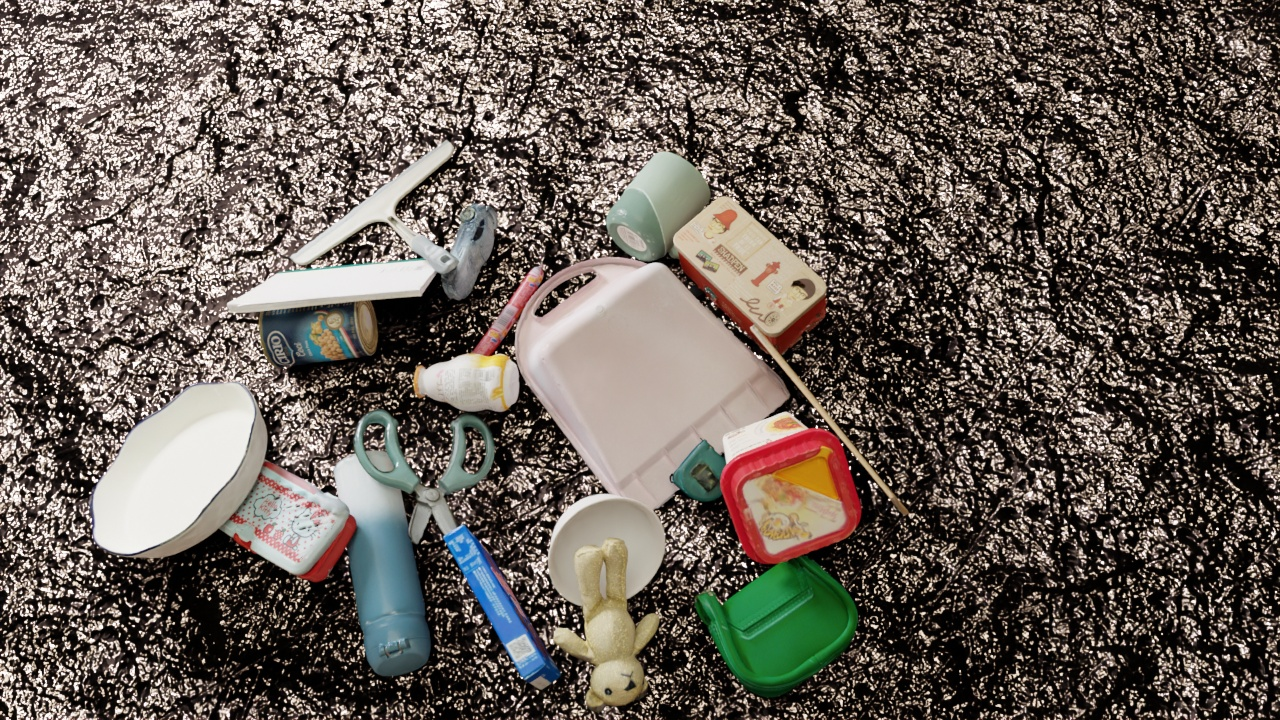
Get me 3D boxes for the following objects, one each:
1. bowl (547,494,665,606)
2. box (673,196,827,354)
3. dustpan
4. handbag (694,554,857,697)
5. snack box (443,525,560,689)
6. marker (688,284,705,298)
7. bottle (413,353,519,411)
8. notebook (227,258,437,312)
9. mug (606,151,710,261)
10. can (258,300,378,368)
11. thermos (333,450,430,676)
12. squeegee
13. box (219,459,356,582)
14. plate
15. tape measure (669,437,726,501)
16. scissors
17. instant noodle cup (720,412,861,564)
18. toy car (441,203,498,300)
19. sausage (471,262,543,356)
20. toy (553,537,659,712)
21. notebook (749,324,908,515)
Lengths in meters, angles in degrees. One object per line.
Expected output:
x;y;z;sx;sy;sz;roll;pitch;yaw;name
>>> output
-0.041;0.175;0.902;0.118;0.118;0.065;-29;26;-9;bowl
0.123;-0.091;1.013;0.091;0.079;0.168;-40;67;-7;box
-0.006;0.006;1.021;0.222;0.139;0.273;-35;94;-13;dustpan
0.129;0.241;0.859;0.131;0.068;0.120;-33;65;-11;handbag
-0.132;0.236;0.877;0.026;0.085;0.157;-32;66;-10;snack box
0.106;-0.107;1.060;0.124;0.015;0.018;-33;67;-9;marker
-0.189;0.024;0.997;0.108;0.063;0.063;1;64;5;bottle
-0.336;-0.089;1.042;0.209;0.012;0.150;-5;20;2;notebook
0.028;-0.166;1.067;0.111;0.082;0.106;41;71;-12;mug
-0.360;-0.035;1.036;0.111;0.075;0.075;-7;64;1;can
-0.258;0.200;0.916;0.070;0.070;0.220;-18;63;-4;thermos
-0.264;-0.143;1.076;0.246;0.039;0.246;-41;43;-12;squeegee
-0.371;0.152;0.926;0.201;0.048;0.087;15;68;36;box
-0.476;0.115;0.958;0.205;0.045;0.204;-16;49;19;plate
0.065;0.117;0.941;0.054;0.025;0.058;41;80;2;tape measure
-0.206;0.109;0.951;0.177;0.019;0.174;-19;61;-38;scissors
0.134;0.113;0.878;0.116;0.124;0.117;-21;108;0;instant noodle cup
-0.199;-0.127;1.077;0.037;0.054;0.120;12;66;13;toy car
-0.152;-0.051;1.055;0.020;0.020;0.155;26;69;17;sausage
-0.027;0.244;0.854;0.105;0.066;0.157;-7;90;-25;toy
0.187;0.061;0.900;0.008;0.147;0.207;-39;65;7;notebook
